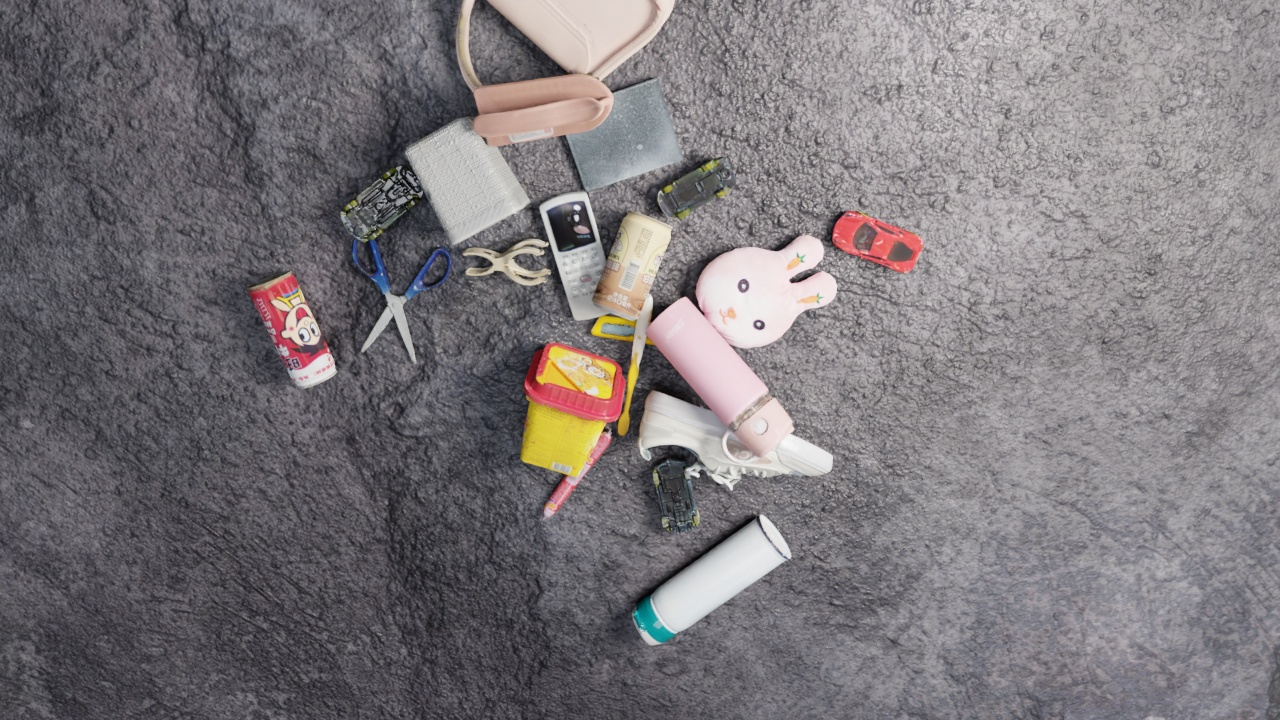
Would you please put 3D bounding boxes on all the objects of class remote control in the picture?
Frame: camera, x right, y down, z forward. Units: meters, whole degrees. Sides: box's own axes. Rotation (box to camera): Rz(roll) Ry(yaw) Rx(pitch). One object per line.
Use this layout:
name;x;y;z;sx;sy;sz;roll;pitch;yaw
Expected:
remote control;-0.071;-0.121;1.074;0.058;0.021;0.150;-15;109;5

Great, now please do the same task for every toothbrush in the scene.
toothbrush;-0.007;0.006;1.111;0.016;0.018;0.192;11;114;0

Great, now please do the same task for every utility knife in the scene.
utility knife;0.017;-0.029;1.108;0.154;0.015;0.033;8;107;-3

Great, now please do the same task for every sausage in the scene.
sausage;-0.083;0.146;1.168;0.020;0.020;0.156;35;106;-11

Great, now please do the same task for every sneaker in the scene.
sneaker;0.113;0.114;1.115;0.242;0.089;0.090;17;88;-2

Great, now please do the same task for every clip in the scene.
clip;-0.151;-0.103;1.074;0.105;0.034;0.084;-16;116;14

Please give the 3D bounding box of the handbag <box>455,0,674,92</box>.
handbag;-0.100;-0.361;0.967;0.193;0.093;0.235;40;113;-13

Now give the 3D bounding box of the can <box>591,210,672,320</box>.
can;-0.010;-0.108;1.048;0.058;0.058;0.116;21;95;-7

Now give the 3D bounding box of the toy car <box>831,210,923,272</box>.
toy car;0.274;-0.138;1.063;0.106;0.031;0.049;21;107;-5

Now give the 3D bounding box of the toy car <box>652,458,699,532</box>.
toy car;0.045;0.171;1.170;0.049;0.031;0.106;-10;110;3

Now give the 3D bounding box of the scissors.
scissors;-0.290;-0.081;1.093;0.162;0.012;0.175;-29;107;9

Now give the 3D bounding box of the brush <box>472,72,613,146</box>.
brush;-0.099;-0.260;0.951;0.146;0.072;0.063;-3;121;15

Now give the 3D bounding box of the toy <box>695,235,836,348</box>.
toy;0.147;-0.083;1.072;0.159;0.054;0.121;-25;107;4

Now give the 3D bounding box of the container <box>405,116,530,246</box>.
container;-0.192;-0.201;1.012;0.090;0.090;0.114;-26;104;8

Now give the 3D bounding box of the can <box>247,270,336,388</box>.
can;-0.411;-0.036;1.087;0.053;0.053;0.133;-18;108;6

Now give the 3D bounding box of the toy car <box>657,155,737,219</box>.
toy car;0.063;-0.195;1.040;0.090;0.035;0.042;-28;105;10

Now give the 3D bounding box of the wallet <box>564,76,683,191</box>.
wallet;-0.023;-0.252;1.030;0.121;0.019;0.097;-17;109;7

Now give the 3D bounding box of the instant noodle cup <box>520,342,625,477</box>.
instant noodle cup;-0.088;0.062;1.097;0.116;0.116;0.124;17;120;-5

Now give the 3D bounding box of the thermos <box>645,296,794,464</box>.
thermos;0.086;0.027;1.057;0.087;0.067;0.198;-41;82;12

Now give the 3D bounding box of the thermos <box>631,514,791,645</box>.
thermos;0.088;0.292;1.197;0.224;0.073;0.073;-38;105;13

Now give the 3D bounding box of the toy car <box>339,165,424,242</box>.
toy car;-0.293;-0.179;1.046;0.105;0.032;0.048;-37;105;9
